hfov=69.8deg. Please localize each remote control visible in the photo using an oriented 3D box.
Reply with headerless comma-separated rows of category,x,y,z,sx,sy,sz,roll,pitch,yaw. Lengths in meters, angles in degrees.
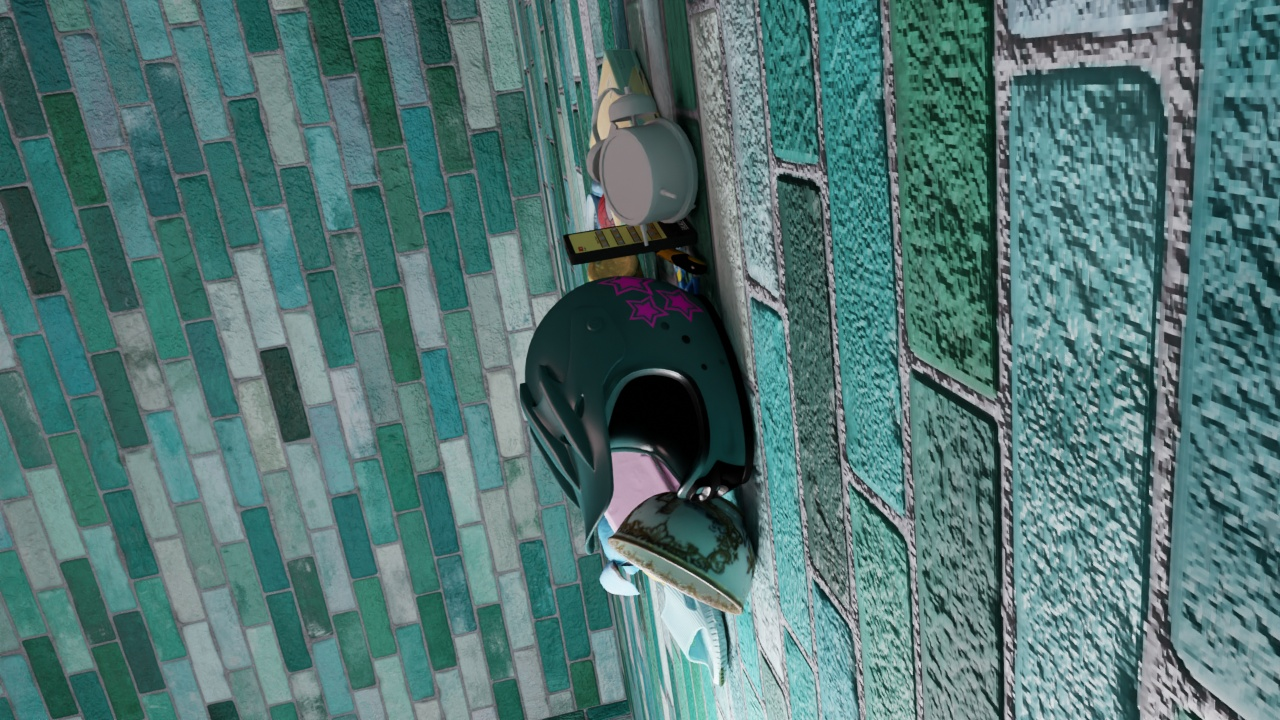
remote control,-0.012,-0.127,0.961,0.058,0.133,0.013,-115,17,-58

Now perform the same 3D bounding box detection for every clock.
clock,-0.039,-0.202,1.318,0.162,0.060,0.118,103,157,-61
clock,-0.002,-0.205,0.929,0.159,0.061,0.120,61,147,19

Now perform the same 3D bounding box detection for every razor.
razor,0.032,-0.116,0.978,0.144,0.044,0.021,38,109,58

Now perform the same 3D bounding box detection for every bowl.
bowl,0.057,0.188,0.966,0.093,0.160,0.160,-61,-5,-18

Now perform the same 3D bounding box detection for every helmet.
helmet,-0.016,0.043,0.906,0.177,0.200,0.274,107,151,-52

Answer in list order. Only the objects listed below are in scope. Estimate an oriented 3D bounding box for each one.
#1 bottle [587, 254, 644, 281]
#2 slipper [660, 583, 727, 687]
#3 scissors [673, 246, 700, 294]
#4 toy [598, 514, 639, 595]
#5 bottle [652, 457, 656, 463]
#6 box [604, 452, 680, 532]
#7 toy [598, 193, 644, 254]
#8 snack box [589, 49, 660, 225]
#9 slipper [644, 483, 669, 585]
bottle,-0.015,-0.067,1.232,0.210,0.068,0.068,69,-175,-58
slipper,0.061,0.319,1.279,0.116,0.069,0.275,93,165,-46
scissors,0.047,-0.084,1.033,0.125,0.016,0.123,118,144,-75
toy,-0.001,0.218,1.305,0.191,0.099,0.224,43,-118,-83
bottle,0.016,0.110,1.213,0.123,0.033,0.033,45,-179,-16
box,-0.024,0.088,1.080,0.232,0.116,0.106,60,-168,-8
toy,-0.014,-0.180,1.179,0.133,0.062,0.092,23,132,66
snack box,-0.015,-0.248,1.078,0.142,0.044,0.193,105,154,-51
slipper,0.016,0.287,1.508,0.264,0.078,0.099,91,168,-53
